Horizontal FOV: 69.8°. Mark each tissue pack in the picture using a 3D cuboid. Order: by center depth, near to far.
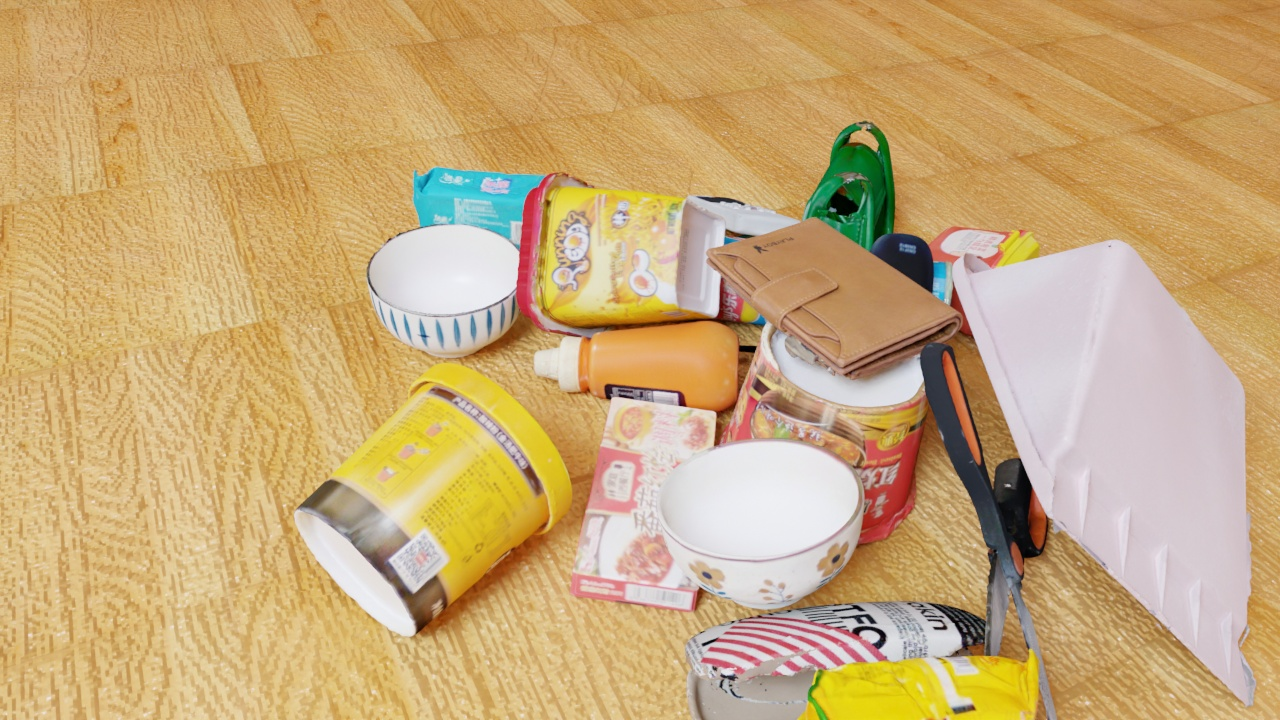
[{"bbox_3d":[-0.120,-0.108,0.752,0.133,0.093,0.050,5,44,-2],"label":"tissue pack"}]

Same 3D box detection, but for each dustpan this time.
[{"bbox_3d":[0.272,0.048,0.578,0.222,0.139,0.272,41,57,-23],"label":"dustpan"}]

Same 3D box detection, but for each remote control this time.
[{"bbox_3d":[0.182,-0.026,0.666,0.053,0.136,0.024,7,1,9],"label":"remote control"},{"bbox_3d":[0.086,-0.128,0.804,0.058,0.021,0.150,5,15,-16],"label":"remote control"}]

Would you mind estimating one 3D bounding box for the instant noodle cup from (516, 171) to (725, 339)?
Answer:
[{"bbox_3d":[-0.011,-0.074,0.669,0.124,0.116,0.116,4,-2,29],"label":"instant noodle cup"}]

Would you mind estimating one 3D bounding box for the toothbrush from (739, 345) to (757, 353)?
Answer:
[{"bbox_3d":[0.119,-0.009,0.726,0.189,0.016,0.014,-7,32,-17],"label":"toothbrush"}]

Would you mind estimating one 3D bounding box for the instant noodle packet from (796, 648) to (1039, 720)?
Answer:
[{"bbox_3d":[0.116,0.175,0.416,0.110,0.129,0.044,-3,45,-11],"label":"instant noodle packet"}]

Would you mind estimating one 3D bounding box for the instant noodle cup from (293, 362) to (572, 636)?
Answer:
[{"bbox_3d":[-0.119,0.081,0.518,0.118,0.119,0.114,28,52,25],"label":"instant noodle cup"}]

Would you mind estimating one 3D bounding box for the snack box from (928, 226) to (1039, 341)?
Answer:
[{"bbox_3d":[0.275,-0.070,0.761,0.080,0.082,0.091,21,40,33],"label":"snack box"}]

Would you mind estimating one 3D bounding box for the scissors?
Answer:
[{"bbox_3d":[0.203,0.097,0.523,0.022,0.233,0.220,-20,-8,31],"label":"scissors"}]

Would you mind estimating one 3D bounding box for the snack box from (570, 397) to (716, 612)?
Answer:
[{"bbox_3d":[0.006,0.087,0.587,0.075,0.026,0.152,8,40,3],"label":"snack box"}]

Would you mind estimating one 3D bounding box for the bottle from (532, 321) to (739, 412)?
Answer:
[{"bbox_3d":[-0.004,0.004,0.662,0.149,0.067,0.066,1,40,7],"label":"bottle"}]

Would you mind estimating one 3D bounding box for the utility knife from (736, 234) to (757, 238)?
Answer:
[{"bbox_3d":[0.083,-0.098,0.825,0.165,0.013,0.029,-22,50,-33],"label":"utility knife"}]

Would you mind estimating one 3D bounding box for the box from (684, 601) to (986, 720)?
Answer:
[{"bbox_3d":[0.104,0.171,0.489,0.163,0.082,0.075,-6,6,-10],"label":"box"}]

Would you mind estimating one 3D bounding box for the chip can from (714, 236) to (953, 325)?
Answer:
[{"bbox_3d":[0.131,-0.057,0.723,0.210,0.071,0.071,8,40,10],"label":"chip can"}]

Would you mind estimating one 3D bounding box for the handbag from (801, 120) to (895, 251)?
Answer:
[{"bbox_3d":[0.181,-0.128,0.787,0.068,0.120,0.131,13,42,18],"label":"handbag"}]

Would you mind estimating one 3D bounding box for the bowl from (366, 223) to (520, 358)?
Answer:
[{"bbox_3d":[-0.144,-0.045,0.696,0.116,0.066,0.116,3,41,-2],"label":"bowl"}]

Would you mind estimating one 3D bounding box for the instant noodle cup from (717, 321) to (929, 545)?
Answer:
[{"bbox_3d":[0.124,0.032,0.600,0.138,0.109,0.137,3,40,-3],"label":"instant noodle cup"}]

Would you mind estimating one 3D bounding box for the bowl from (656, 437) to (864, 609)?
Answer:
[{"bbox_3d":[0.069,0.098,0.514,0.113,0.062,0.113,-9,25,4],"label":"bowl"}]

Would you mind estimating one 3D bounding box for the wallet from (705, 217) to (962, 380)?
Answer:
[{"bbox_3d":[0.118,-0.043,0.580,0.107,0.031,0.132,-19,44,-28],"label":"wallet"}]
